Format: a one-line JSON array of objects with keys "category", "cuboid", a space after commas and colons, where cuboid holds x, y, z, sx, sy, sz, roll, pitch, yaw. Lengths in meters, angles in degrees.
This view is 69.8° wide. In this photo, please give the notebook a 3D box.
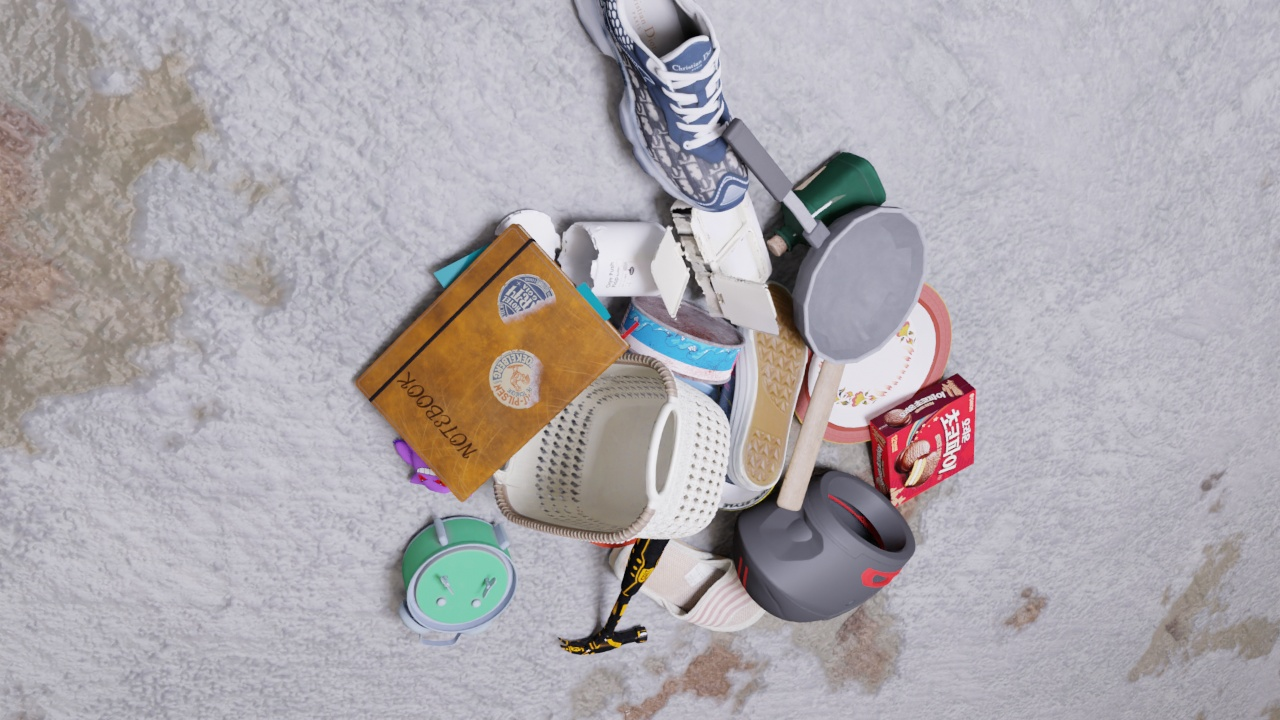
[{"category": "notebook", "cuboid": [-0.147, -0.007, 0.892, 0.249, 0.014, 0.178, -43, 88, 13]}]

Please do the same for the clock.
[{"category": "clock", "cuboid": [-0.209, 0.260, 1.037, 0.121, 0.075, 0.162, 10, 112, -26]}]

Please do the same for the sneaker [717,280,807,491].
[{"category": "sneaker", "cuboid": [0.125, 0.029, 1.023, 0.087, 0.079, 0.235, 17, 75, -30]}]

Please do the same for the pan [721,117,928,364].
[{"category": "pan", "cuboid": [0.179, -0.125, 0.925, 0.178, 0.041, 0.357, -52, 133, 0]}]

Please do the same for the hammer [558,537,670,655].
[{"category": "hammer", "cuboid": [-0.017, 0.269, 1.081, 0.123, 0.036, 0.322, -4, 140, -21]}]

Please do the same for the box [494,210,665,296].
[{"category": "box", "cuboid": [-0.054, -0.104, 0.919, 0.162, 0.112, 0.085, -5, 122, -35]}]

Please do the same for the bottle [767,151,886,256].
[{"category": "bottle", "cuboid": [0.193, -0.160, 0.991, 0.131, 0.061, 0.061, -39, 124, -3]}]

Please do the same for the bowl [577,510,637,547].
[{"category": "bowl", "cuboid": [-0.024, 0.162, 1.086, 0.122, 0.035, 0.122, -9, 119, -18]}]

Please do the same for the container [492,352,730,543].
[{"category": "container", "cuboid": [-0.029, 0.093, 0.927, 0.142, 0.247, 0.184, 22, 76, -44]}]

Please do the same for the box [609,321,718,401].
[{"category": "box", "cuboid": [-0.007, 0.004, 1.024, 0.209, 0.049, 0.066, 27, 122, -29]}]

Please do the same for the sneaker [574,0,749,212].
[{"category": "sneaker", "cuboid": [0.032, -0.252, 0.811, 0.103, 0.132, 0.269, -30, 108, -7]}]

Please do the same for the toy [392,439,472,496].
[{"category": "toy", "cuboid": [-0.210, 0.102, 0.967, 0.106, 0.055, 0.088, 11, 113, 11]}]

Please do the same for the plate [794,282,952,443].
[{"category": "plate", "cuboid": [0.283, -0.001, 1.137, 0.229, 0.021, 0.230, -9, 119, -18]}]

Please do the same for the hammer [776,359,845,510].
[{"category": "hammer", "cuboid": [0.220, 0.014, 1.054, 0.119, 0.031, 0.331, 16, 92, -18]}]

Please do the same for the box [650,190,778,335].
[{"category": "box", "cuboid": [0.091, -0.100, 0.927, 0.095, 0.185, 0.145, -8, 129, 25]}]

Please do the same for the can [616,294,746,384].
[{"category": "can", "cuboid": [0.042, -0.025, 0.960, 0.129, 0.130, 0.044, 13, 110, -27]}]

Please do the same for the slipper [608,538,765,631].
[{"category": "slipper", "cuboid": [0.074, 0.289, 1.182, 0.263, 0.052, 0.115, 33, 101, -32]}]

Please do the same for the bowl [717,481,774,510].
[{"category": "bowl", "cuboid": [0.110, 0.115, 1.086, 0.117, 0.067, 0.117, 0, 89, 13]}]

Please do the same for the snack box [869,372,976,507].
[{"category": "snack box", "cuboid": [0.371, 0.108, 1.202, 0.132, 0.036, 0.152, -27, 134, -8]}]

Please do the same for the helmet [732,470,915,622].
[{"category": "helmet", "cuboid": [0.212, 0.242, 1.146, 0.264, 0.164, 0.170, 13, 127, -47]}]
